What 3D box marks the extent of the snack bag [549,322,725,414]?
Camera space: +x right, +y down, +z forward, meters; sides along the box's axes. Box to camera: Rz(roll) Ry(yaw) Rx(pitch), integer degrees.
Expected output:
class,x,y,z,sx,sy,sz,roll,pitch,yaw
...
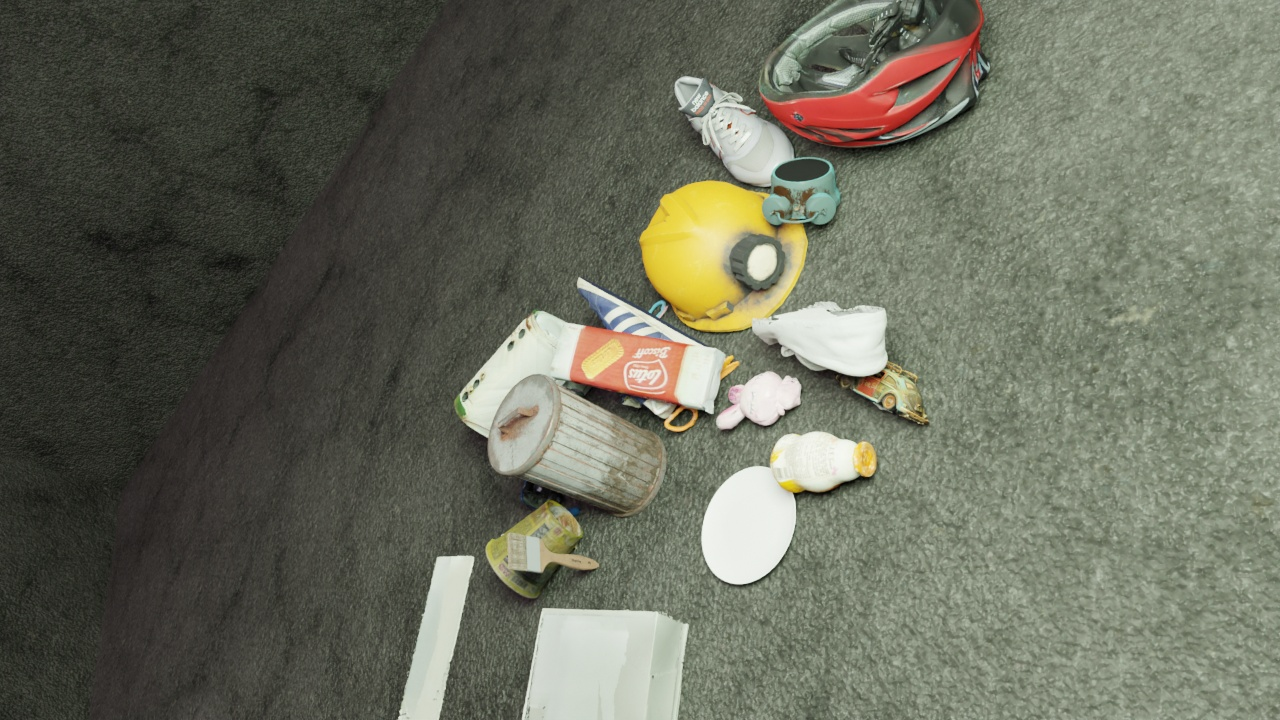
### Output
class,x,y,z,sx,sy,sz,roll,pitch,yaw
snack bag,-0.007,0.007,1.154,0.225,0.041,0.077,11,82,29

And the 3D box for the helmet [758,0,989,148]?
class,x,y,z,sx,sy,sz,roll,pitch,yaw
helmet,0.265,-0.343,1.066,0.273,0.167,0.217,5,57,46

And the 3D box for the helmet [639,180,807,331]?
class,x,y,z,sx,sy,sz,roll,pitch,yaw
helmet,0.080,-0.155,1.203,0.255,0.131,0.205,29,91,55

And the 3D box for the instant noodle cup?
class,x,y,z,sx,sy,sz,roll,pitch,yaw
instant noodle cup,-0.139,0.249,1.242,0.108,0.102,0.102,-45,38,8

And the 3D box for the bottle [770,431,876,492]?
class,x,y,z,sx,sy,sz,roll,pitch,yaw
bottle,0.190,0.105,0.956,0.109,0.063,0.063,-9,60,46

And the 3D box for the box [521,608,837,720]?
class,x,y,z,sx,sy,sz,roll,pitch,yaw
box,0.063,0.426,1.117,0.172,0.403,0.168,-17,54,44

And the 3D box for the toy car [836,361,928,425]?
class,x,y,z,sx,sy,sz,roll,pitch,yaw
toy car,0.254,0.027,0.941,0.112,0.047,0.047,32,95,54

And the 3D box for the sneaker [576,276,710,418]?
class,x,y,z,sx,sy,sz,roll,pitch,yaw
sneaker,-0.018,-0.011,1.238,0.233,0.091,0.118,31,97,28

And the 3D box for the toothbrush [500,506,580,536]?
class,x,y,z,sx,sy,sz,roll,pitch,yaw
toothbrush,-0.145,0.237,1.318,0.168,0.014,0.014,-28,59,38

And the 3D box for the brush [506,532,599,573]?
class,x,y,z,sx,sy,sz,roll,pitch,yaw
brush,-0.107,0.248,1.154,0.008,0.143,0.045,-30,54,37

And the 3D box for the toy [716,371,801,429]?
class,x,y,z,sx,sy,sz,roll,pitch,yaw
toy,0.135,0.047,1.075,0.110,0.047,0.063,-22,43,46

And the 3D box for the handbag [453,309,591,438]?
class,x,y,z,sx,sy,sz,roll,pitch,yaw
handbag,-0.166,0.032,1.372,0.199,0.142,0.096,-47,40,21

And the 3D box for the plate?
class,x,y,z,sx,sy,sz,roll,pitch,yaw
plate,0.123,0.184,1.028,0.135,0.011,0.134,-29,47,36

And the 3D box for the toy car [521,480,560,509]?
class,x,y,z,sx,sy,sz,roll,pitch,yaw
toy car,-0.130,0.158,1.321,0.120,0.056,0.044,-67,14,-17

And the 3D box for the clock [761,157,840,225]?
class,x,y,z,sx,sy,sz,roll,pitch,yaw
clock,0.196,-0.203,1.120,0.090,0.053,0.124,0,36,18

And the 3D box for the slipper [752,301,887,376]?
class,x,y,z,sx,sy,sz,roll,pitch,yaw
slipper,0.193,-0.026,0.988,0.247,0.112,0.074,-155,67,-74

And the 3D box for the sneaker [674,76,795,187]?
class,x,y,z,sx,sy,sz,roll,pitch,yaw
sneaker,0.114,-0.330,1.281,0.089,0.124,0.239,-51,37,15

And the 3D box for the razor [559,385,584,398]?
class,x,y,z,sx,sy,sz,roll,pitch,yaw
razor,-0.143,0.085,1.331,0.143,0.047,0.052,-38,85,18

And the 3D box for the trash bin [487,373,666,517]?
class,x,y,z,sx,sy,sz,roll,pitch,yaw
trash bin,-0.083,0.109,1.157,0.131,0.211,0.130,-29,47,36

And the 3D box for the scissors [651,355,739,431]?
class,x,y,z,sx,sy,sz,roll,pitch,yaw
scissors,0.069,0.032,1.159,0.130,0.070,0.013,-44,10,9

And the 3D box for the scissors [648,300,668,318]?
class,x,y,z,sx,sy,sz,roll,pitch,yaw
scissors,0.015,-0.020,1.295,0.135,0.015,0.135,24,91,54
